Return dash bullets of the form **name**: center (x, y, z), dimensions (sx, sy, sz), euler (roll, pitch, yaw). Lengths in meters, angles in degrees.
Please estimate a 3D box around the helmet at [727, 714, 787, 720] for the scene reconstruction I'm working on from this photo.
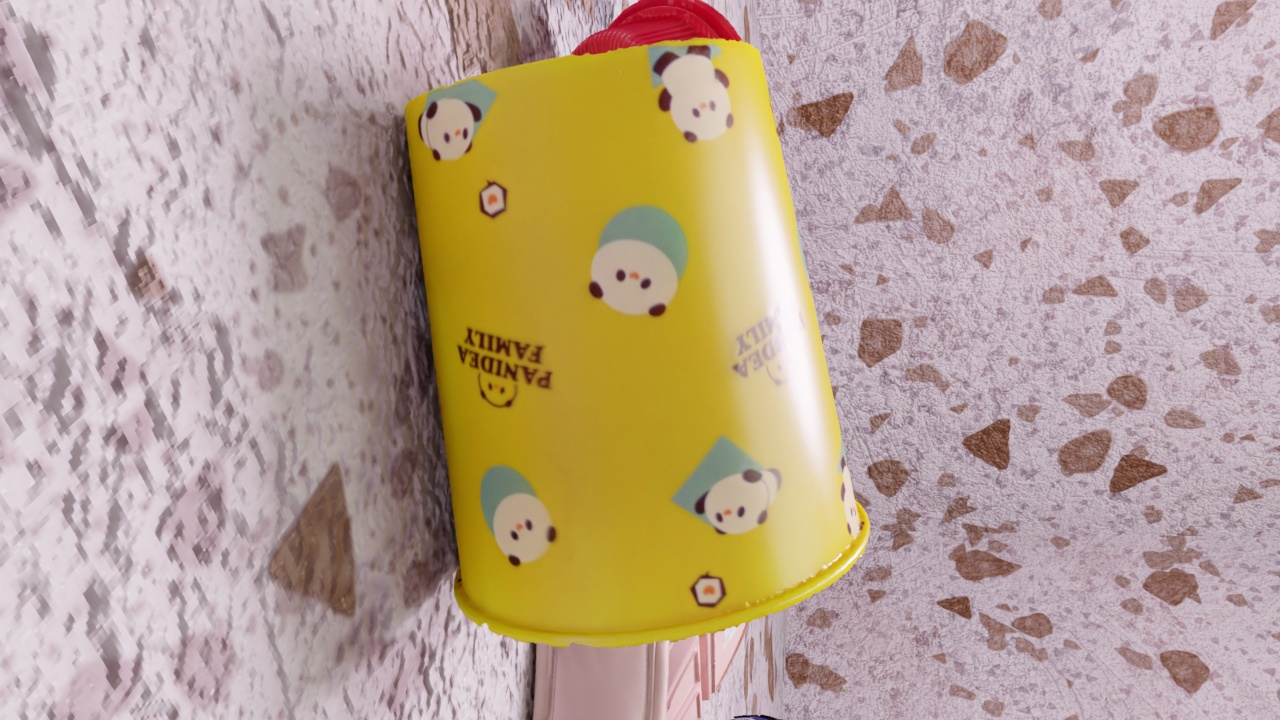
- **helmet**: center (0.110, 0.455, 0.850), dimensions (0.240, 0.248, 0.314), euler (54, 44, -12)

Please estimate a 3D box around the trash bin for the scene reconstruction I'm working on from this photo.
- **trash bin**: center (-0.010, -0.018, 0.490), dimensions (0.229, 0.230, 0.255), euler (-44, 125, -73)

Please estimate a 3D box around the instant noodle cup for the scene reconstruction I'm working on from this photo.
- **instant noodle cup**: center (-0.004, -0.171, 0.673), dimensions (0.065, 0.194, 0.194), euler (-11, 101, -43)

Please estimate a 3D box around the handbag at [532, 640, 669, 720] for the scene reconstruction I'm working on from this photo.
- **handbag**: center (-0.022, 0.284, 0.720), dimensions (0.234, 0.093, 0.193), euler (77, 15, -72)

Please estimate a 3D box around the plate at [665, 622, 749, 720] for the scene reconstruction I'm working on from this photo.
- **plate**: center (0.058, 0.312, 0.933), dimensions (0.228, 0.028, 0.230), euler (-46, 150, -37)
